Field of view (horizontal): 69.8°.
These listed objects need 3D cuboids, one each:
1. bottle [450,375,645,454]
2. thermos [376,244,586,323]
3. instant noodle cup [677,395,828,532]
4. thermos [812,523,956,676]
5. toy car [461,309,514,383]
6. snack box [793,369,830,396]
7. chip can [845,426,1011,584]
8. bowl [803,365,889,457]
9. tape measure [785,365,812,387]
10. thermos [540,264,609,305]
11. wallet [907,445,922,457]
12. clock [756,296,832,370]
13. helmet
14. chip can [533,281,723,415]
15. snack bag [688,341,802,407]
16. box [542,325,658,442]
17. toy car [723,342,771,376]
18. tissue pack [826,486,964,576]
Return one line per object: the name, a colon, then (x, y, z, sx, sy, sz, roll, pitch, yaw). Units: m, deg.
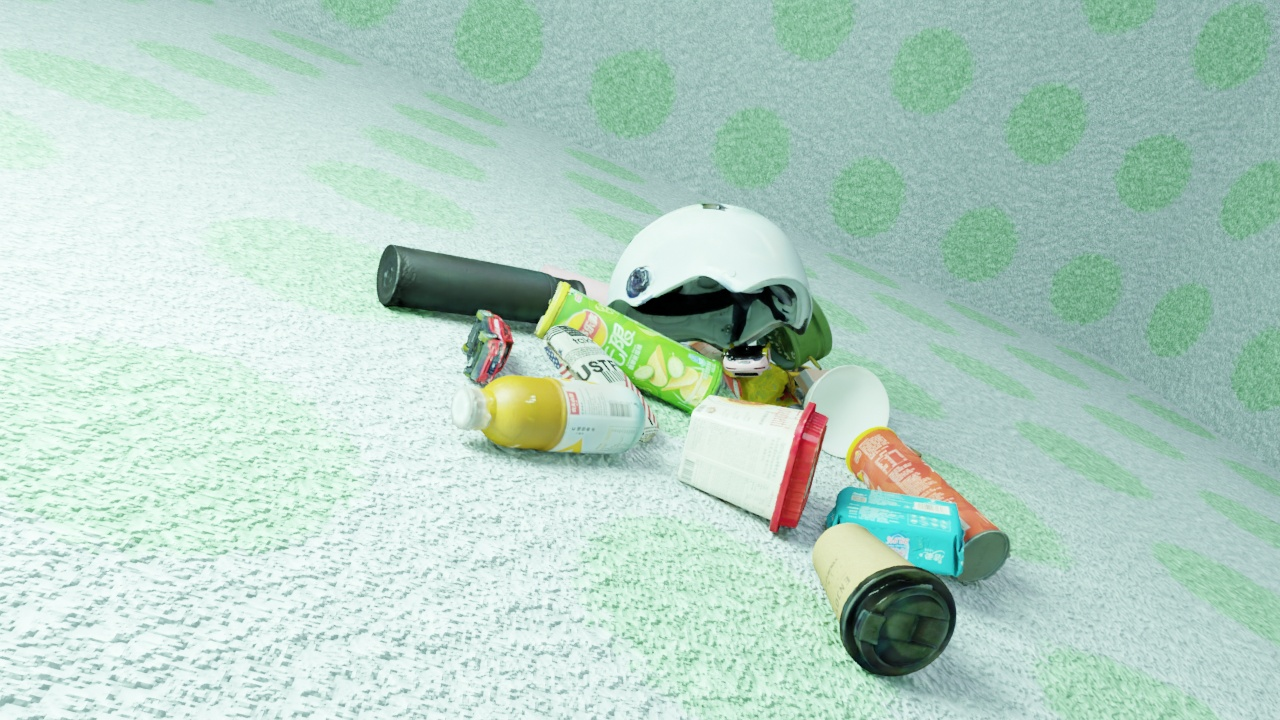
bottle: (-0.082, 0.049, 0.836, 0.189, 0.068, 0.068, 7, 24, -41)
thermos: (-0.186, -0.077, 1.081, 0.242, 0.090, 0.068, 8, 64, -35)
instant noodle cup: (0.110, 0.092, 0.905, 0.124, 0.117, 0.116, 16, 16, 14)
thermos: (0.192, 0.190, 0.755, 0.093, 0.093, 0.143, 20, 10, -13)
toy car: (-0.157, -0.014, 0.951, 0.045, 0.053, 0.120, 21, 17, -16)
snack box: (0.291, 0.052, 1.327, 0.157, 0.026, 0.084, 2, 51, -50)
chip can: (0.315, 0.155, 1.026, 0.073, 0.073, 0.216, 14, 19, -27)
bowl: (0.254, 0.064, 1.187, 0.118, 0.118, 0.065, 18, -4, -17)
tape measure: (0.226, 0.026, 1.351, 0.057, 0.029, 0.059, 2, 16, 14)
thermos: (-0.047, -0.072, 1.240, 0.198, 0.067, 0.087, 15, 16, -21)
wallet: (0.313, 0.114, 1.236, 0.101, 0.020, 0.115, 33, 22, 31)
clock: (0.191, -0.047, 1.241, 0.056, 0.116, 0.161, -30, 23, -16)
helmet: (0.076, -0.109, 1.127, 0.259, 0.145, 0.228, -12, -21, 38)
chip can: (-0.010, -0.011, 1.063, 0.221, 0.073, 0.072, 27, 17, -9)
snack bag: (0.144, 0.013, 1.260, 0.128, 0.073, 0.207, 19, 11, -13)
box: (-0.040, 0.021, 0.969, 0.164, 0.052, 0.068, 46, 13, 18)
toy car: (0.130, -0.001, 1.107, 0.056, 0.037, 0.122, 1, 7, 11)
tissue pack: (0.250, 0.168, 0.908, 0.133, 0.050, 0.093, 8, 14, 16)
